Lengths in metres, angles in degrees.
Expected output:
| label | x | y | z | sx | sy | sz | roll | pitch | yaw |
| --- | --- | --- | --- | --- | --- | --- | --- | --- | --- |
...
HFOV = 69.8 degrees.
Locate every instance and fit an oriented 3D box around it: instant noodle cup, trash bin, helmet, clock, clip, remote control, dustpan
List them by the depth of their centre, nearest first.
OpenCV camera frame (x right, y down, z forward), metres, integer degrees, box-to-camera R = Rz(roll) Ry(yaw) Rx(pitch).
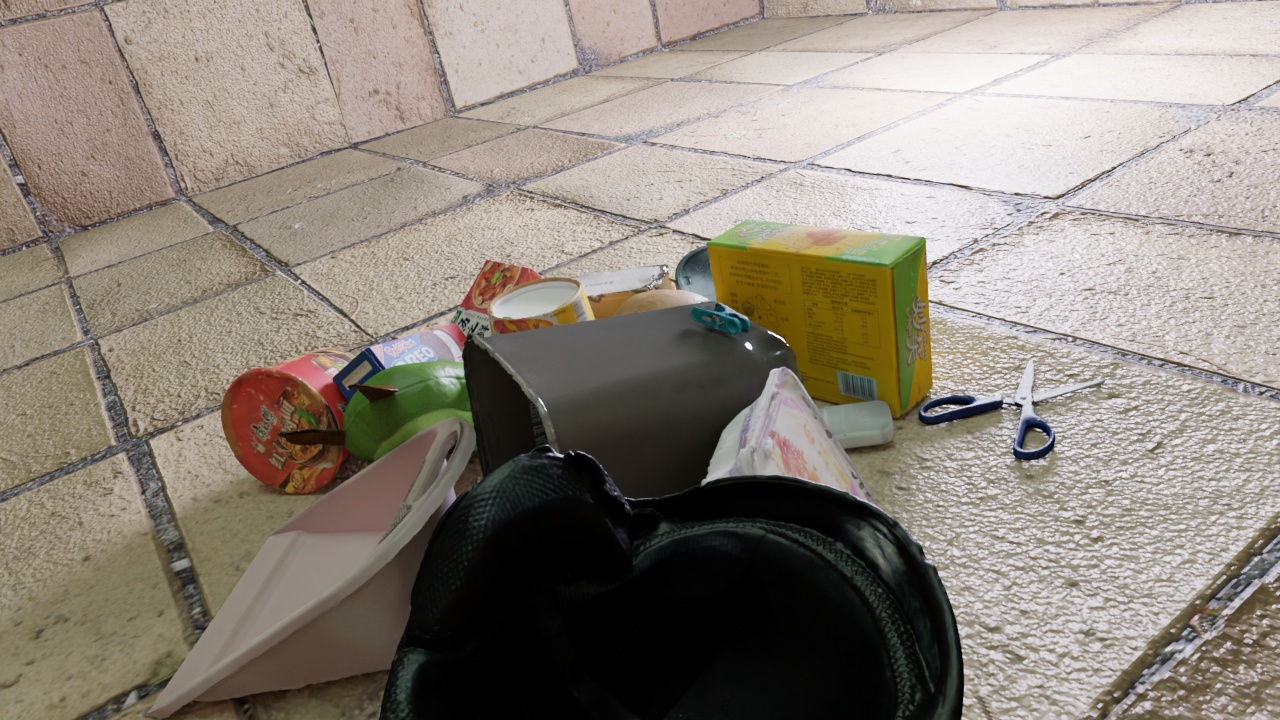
| label | x | y | z | sx | sy | sz | roll | pitch | yaw |
| --- | --- | --- | --- | --- | --- | --- | --- | --- | --- |
| helmet | 0.016 | 0.177 | 0.438 | 0.274 | 0.231 | 0.233 | -24 | 43 | -21 |
| instant noodle cup | 0.107 | 0.107 | 0.632 | 0.060 | 0.173 | 0.137 | -24 | 19 | 30 |
| clip | 0.064 | -0.032 | 0.713 | 0.038 | 0.013 | 0.055 | -11 | 22 | -27 |
| dustpan | -0.249 | 0.140 | 0.730 | 0.273 | 0.139 | 0.222 | -8 | 27 | 7 |
| trash bin | -0.004 | 0.061 | 0.736 | 0.219 | 0.199 | 0.199 | -17 | 28 | -23 |
| remote control | 0.160 | 0.064 | 0.835 | 0.136 | 0.020 | 0.055 | -9 | 25 | 13 |
| instant noodle cup | -0.346 | 0.054 | 0.960 | 0.138 | 0.138 | 0.108 | -3 | 20 | 18 |
| instant noodle cup | -0.105 | -0.023 | 1.024 | 0.138 | 0.110 | 0.137 | -11 | 27 | 5 |
| clock | 0.117 | -0.081 | 1.069 | 0.158 | 0.060 | 0.117 | -7 | 46 | -3 |

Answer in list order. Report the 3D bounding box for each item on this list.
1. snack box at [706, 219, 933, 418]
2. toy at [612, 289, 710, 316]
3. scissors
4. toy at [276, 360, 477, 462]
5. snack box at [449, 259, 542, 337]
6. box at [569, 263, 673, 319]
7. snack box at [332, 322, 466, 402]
| label | x | y | z | sx | sy | sz | roll | pitch | yaw |
| --- | --- | --- | --- | --- | --- | --- | --- | --- | --- |
| snack box | 0.173 | -0.047 | 0.895 | 0.210 | 0.158 | 0.069 | 15 | 36 | 43 |
| toy | -0.005 | 0.005 | 0.901 | 0.144 | 0.082 | 0.225 | -7 | 32 | 39 |
| scissors | 0.334 | 0.041 | 0.817 | 0.176 | 0.012 | 0.162 | -7 | 25 | 8 |
| toy | -0.200 | 0.051 | 0.870 | 0.228 | 0.090 | 0.246 | -36 | -20 | 32 |
| snack box | -0.185 | -0.064 | 1.142 | 0.127 | 0.044 | 0.113 | 15 | 74 | 49 |
| box | -0.049 | -0.070 | 1.136 | 0.185 | 0.059 | 0.089 | -6 | 25 | 33 |
| snack box | -0.248 | 0.008 | 0.998 | 0.058 | 0.057 | 0.207 | -37 | -1 | 17 |
